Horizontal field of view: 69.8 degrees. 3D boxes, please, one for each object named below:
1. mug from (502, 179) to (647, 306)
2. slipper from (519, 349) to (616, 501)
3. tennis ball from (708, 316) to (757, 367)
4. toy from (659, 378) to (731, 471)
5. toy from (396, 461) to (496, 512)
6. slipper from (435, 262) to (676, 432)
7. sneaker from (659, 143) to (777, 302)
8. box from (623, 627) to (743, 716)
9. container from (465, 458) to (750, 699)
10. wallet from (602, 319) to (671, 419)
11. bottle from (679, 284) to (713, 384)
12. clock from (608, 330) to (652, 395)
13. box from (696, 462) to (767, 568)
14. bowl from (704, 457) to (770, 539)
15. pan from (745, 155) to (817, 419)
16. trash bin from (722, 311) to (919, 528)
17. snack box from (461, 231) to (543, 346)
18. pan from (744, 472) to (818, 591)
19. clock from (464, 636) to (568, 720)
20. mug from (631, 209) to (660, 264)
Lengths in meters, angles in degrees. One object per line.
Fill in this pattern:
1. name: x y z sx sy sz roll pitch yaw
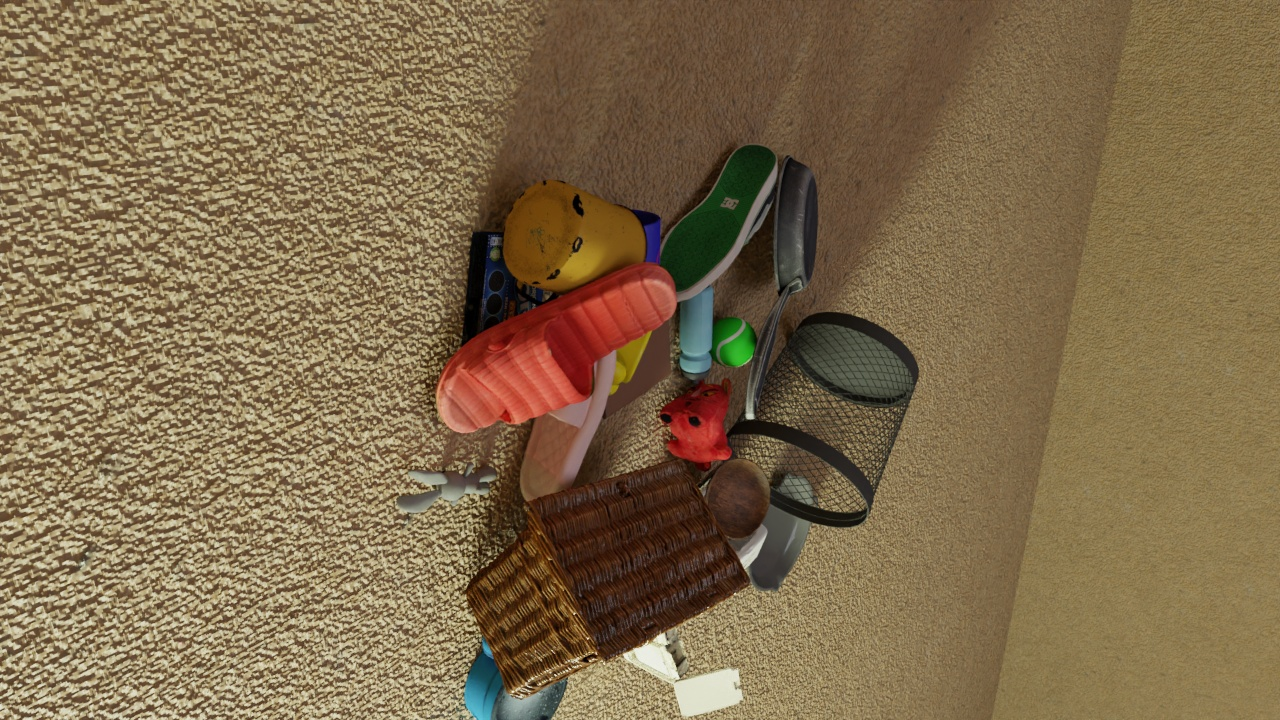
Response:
1. mug: -0.069 -0.098 0.841 0.124 0.100 0.094 -48 147 21
2. slipper: -0.083 0.045 0.925 0.055 0.107 0.222 7 105 -36
3. tennis ball: 0.117 -0.023 1.177 0.065 0.065 0.065 -25 123 -45
4. toy: 0.087 0.086 1.179 0.093 0.088 0.133 -56 145 -40
5. toy: -0.182 0.120 0.881 0.111 0.030 0.049 1 118 -58
6. slipper: -0.073 -0.001 0.824 0.249 0.059 0.103 -30 138 5
7. sneaker: 0.096 -0.149 1.089 0.234 0.084 0.079 -55 153 -23
8. box: 0.024 0.354 1.114 0.070 0.187 0.143 -41 127 -34
9. container: -0.047 0.231 0.955 0.184 0.162 0.249 -39 161 34
10. wallet: -0.006 0.006 1.073 0.120 0.013 0.087 -32 131 -39
11. bottle: 0.068 -0.031 1.132 0.040 0.040 0.130 -26 124 -45
12. clock: -0.029 -0.008 0.972 0.083 0.057 0.118 121 -8 -71
13. box: 0.107 0.207 1.223 0.108 0.121 0.137 -29 148 -44
14. bowl: 0.118 0.175 1.178 0.114 0.026 0.101 35 74 -35
15. pan: 0.182 -0.094 1.176 0.187 0.055 0.356 52 44 -64
16. trash bin: 0.259 0.078 1.289 0.226 0.218 0.218 -58 142 -25
17. snack box: -0.130 -0.047 0.878 0.082 0.027 0.150 -9 111 -51
18. pan: 0.179 0.291 1.425 0.353 0.024 0.217 -23 122 -47
19. clock: -0.133 0.342 1.015 0.116 0.060 0.161 16 90 -53
20. mug: -0.034 -0.105 0.947 0.111 0.079 0.084 -9 114 -20
